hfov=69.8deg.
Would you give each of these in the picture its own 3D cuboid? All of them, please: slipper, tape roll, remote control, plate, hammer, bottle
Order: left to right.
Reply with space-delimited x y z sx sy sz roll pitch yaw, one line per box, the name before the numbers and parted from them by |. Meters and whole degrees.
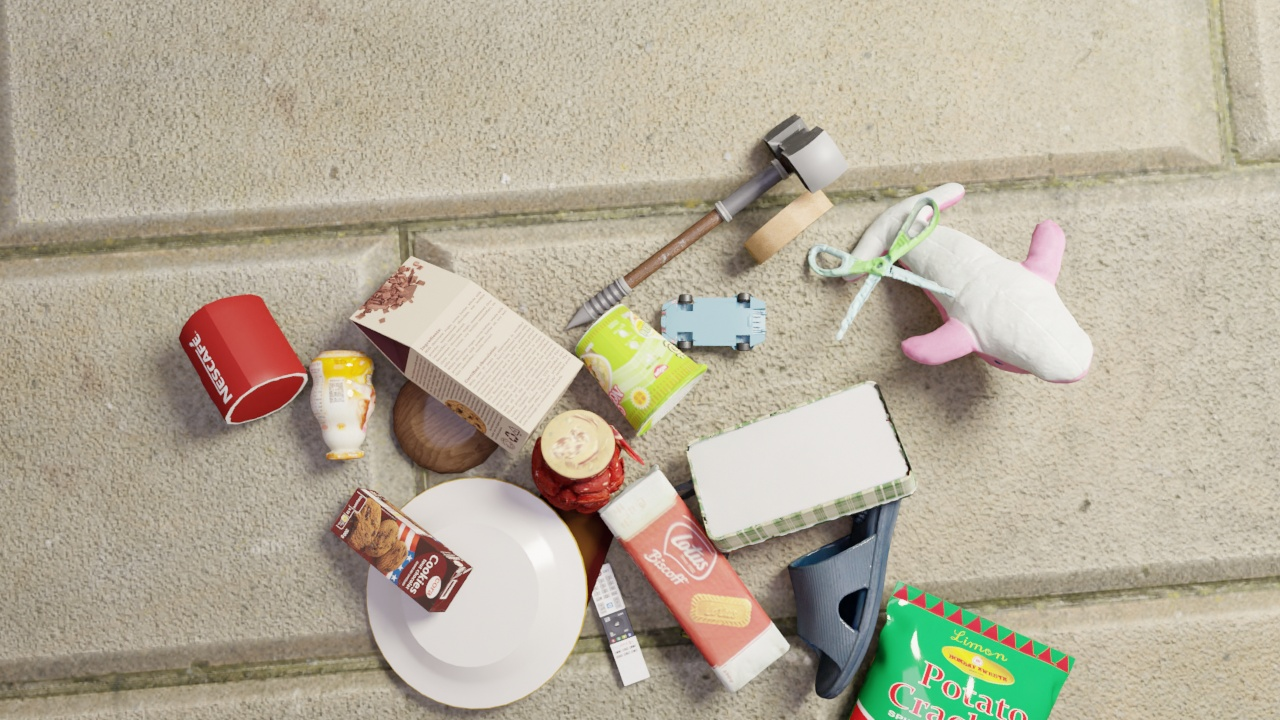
bottle | -0.298 0.045 0.920 0.063 0.063 0.108 -2 88 -2
plate | -0.168 0.233 0.920 0.230 0.021 0.229 -1 84 7
bottle | -0.056 0.098 0.899 0.099 0.111 0.098 2 61 -4
remote control | -0.024 0.271 0.945 0.028 0.012 0.124 -20 89 -3
hammer | 0.052 -0.127 0.927 0.323 0.156 0.043 -36 110 10
tape roll | 0.149 -0.136 0.927 0.094 0.094 0.027 -39 89 -3
slipper | 0.195 0.201 0.914 0.082 0.101 0.263 16 84 -2

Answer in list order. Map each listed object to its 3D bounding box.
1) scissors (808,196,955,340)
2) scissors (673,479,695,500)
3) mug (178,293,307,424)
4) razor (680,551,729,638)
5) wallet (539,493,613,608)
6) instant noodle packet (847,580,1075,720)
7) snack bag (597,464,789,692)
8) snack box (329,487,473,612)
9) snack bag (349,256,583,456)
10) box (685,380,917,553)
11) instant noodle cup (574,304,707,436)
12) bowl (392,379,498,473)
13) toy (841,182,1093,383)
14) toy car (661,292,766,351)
scissors | 0.239 -0.092 0.914 0.172 0.021 0.171 31 83 39
scissors | 0.108 0.101 0.958 0.169 0.012 0.132 8 88 3
mug | -0.398 0.008 0.908 0.117 0.080 0.096 -42 77 35
razor | 0.076 0.238 0.947 0.042 0.026 0.106 16 83 1
wallet | -0.076 0.192 0.938 0.091 0.018 0.115 20 84 9
instant noodle packet | 0.296 0.375 0.913 0.195 0.090 0.252 24 87 -1
snack bag | 0.053 0.217 0.915 0.077 0.041 0.225 -36 89 -10
snack box | -0.237 0.186 0.906 0.141 0.031 0.051 31 87 22
snack bag | -0.173 -0.012 0.905 0.206 0.070 0.094 36 60 0
box | 0.154 0.104 0.897 0.206 0.050 0.117 -21 56 9
instant noodle cup | -0.005 0.005 0.921 0.108 0.099 0.099 45 87 8
bowl | -0.198 0.059 0.939 0.118 0.030 0.118 0 88 -2
toy | 0.332 -0.057 0.915 0.186 0.128 0.265 -39 57 0
toy car | 0.076 -0.039 0.954 0.108 0.027 0.060 0 88 8
